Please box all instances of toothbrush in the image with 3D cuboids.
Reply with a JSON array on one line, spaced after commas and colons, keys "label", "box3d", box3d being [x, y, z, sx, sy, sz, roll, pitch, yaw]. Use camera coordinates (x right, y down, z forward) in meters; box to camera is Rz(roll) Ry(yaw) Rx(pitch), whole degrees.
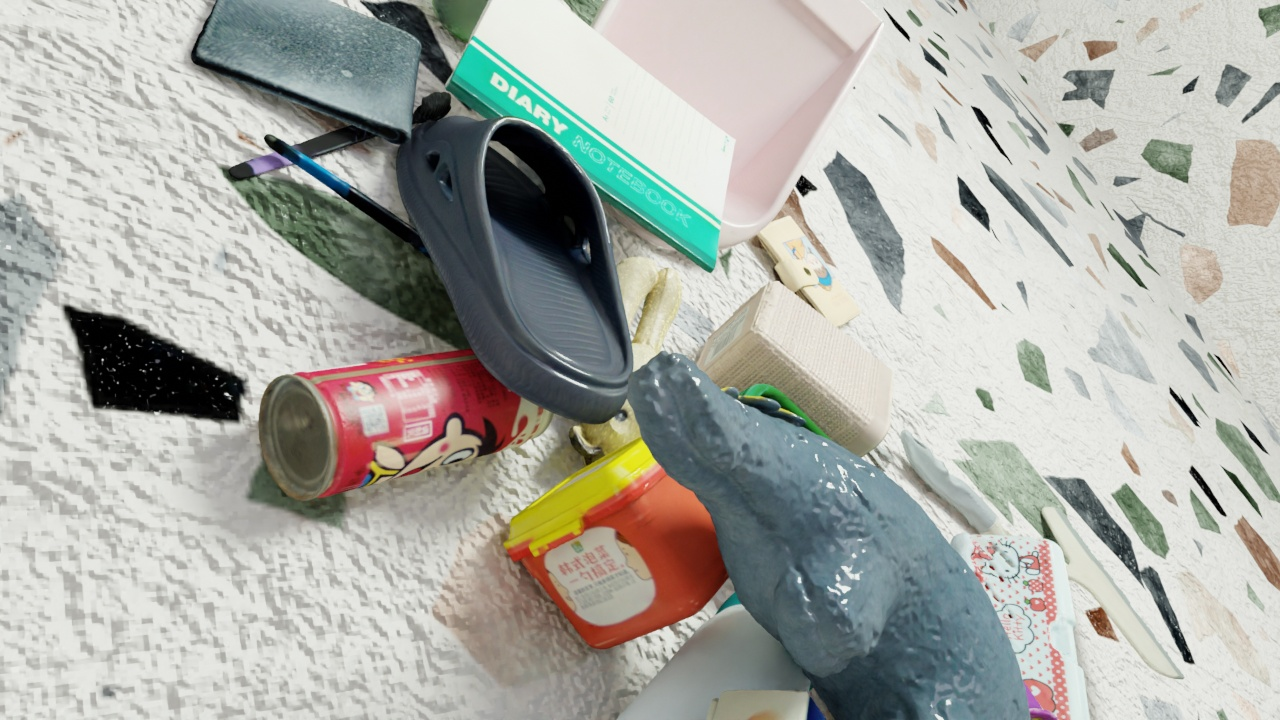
[{"label": "toothbrush", "box3d": [-0.125, -0.066, 0.515, 0.189, 0.014, 0.016, 35, 54, -25]}, {"label": "toothbrush", "box3d": [-0.166, -0.134, 0.537, 0.014, 0.017, 0.188, 44, 36, 1]}]

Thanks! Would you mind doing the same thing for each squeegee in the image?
[{"label": "squeegee", "box3d": [0.307, 0.139, 0.787, 0.246, 0.039, 0.246, 35, 19, -12]}]

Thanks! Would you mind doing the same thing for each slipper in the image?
[{"label": "slipper", "box3d": [-0.057, -0.076, 0.501, 0.110, 0.083, 0.268, 21, 26, -36]}]

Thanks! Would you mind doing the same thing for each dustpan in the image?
[{"label": "dustpan", "box3d": [0.067, -0.225, 0.719, 0.222, 0.274, 0.138, 32, 14, -20]}]

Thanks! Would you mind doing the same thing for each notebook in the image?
[{"label": "notebook", "box3d": [-0.022, -0.164, 0.624, 0.209, 0.012, 0.150, 32, 45, -22]}]

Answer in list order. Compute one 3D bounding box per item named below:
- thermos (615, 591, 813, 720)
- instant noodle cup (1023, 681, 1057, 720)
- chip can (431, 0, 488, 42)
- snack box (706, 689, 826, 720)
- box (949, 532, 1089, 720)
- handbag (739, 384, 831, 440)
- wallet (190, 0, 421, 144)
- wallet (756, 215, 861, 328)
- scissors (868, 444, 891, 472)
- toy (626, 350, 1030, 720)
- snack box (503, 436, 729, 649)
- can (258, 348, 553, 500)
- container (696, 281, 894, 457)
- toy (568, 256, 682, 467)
[{"label": "thermos", "box3d": [0.025, 0.174, 0.417, 0.073, 0.073, 0.223, 54, 34, 6]}, {"label": "instant noodle cup", "box3d": [0.163, 0.184, 0.533, 0.111, 0.112, 0.099, 19, 36, -37]}, {"label": "chip can", "box3d": [-0.112, -0.328, 0.729, 0.072, 0.073, 0.220, 31, 38, -25]}, {"label": "snack box", "box3d": [0.063, 0.252, 0.337, 0.182, 0.046, 0.177, 57, 37, -26]}, {"label": "box", "box3d": [0.257, 0.199, 0.627, 0.094, 0.092, 0.200, 40, 36, -13]}, {"label": "handbag", "box3d": [0.078, 0.087, 0.554, 0.131, 0.068, 0.119, 46, 35, -6]}, {"label": "wallet", "box3d": [-0.190, -0.181, 0.540, 0.120, 0.019, 0.097, 17, 45, -25]}, {"label": "wallet", "box3d": [0.150, -0.078, 0.831, 0.115, 0.024, 0.087, 56, 30, 7]}, {"label": "scissors", "box3d": [0.144, 0.023, 0.738, 0.128, 0.012, 0.173, 4, 56, -48]}, {"label": "toy", "box3d": [0.108, 0.119, 0.406, 0.356, 0.091, 0.137, 51, 11, -16]}, {"label": "snack box", "box3d": [-0.007, 0.088, 0.442, 0.080, 0.091, 0.081, 59, 34, 1]}, {"label": "can", "box3d": [-0.101, 0.024, 0.424, 0.132, 0.053, 0.053, -10, 66, -52]}, {"label": "container", "box3d": [0.101, 0.016, 0.630, 0.111, 0.090, 0.089, 40, 36, -9]}, {"label": "toy", "box3d": [-0.003, 0.003, 0.542, 0.105, 0.066, 0.156, 37, 44, -29]}]
